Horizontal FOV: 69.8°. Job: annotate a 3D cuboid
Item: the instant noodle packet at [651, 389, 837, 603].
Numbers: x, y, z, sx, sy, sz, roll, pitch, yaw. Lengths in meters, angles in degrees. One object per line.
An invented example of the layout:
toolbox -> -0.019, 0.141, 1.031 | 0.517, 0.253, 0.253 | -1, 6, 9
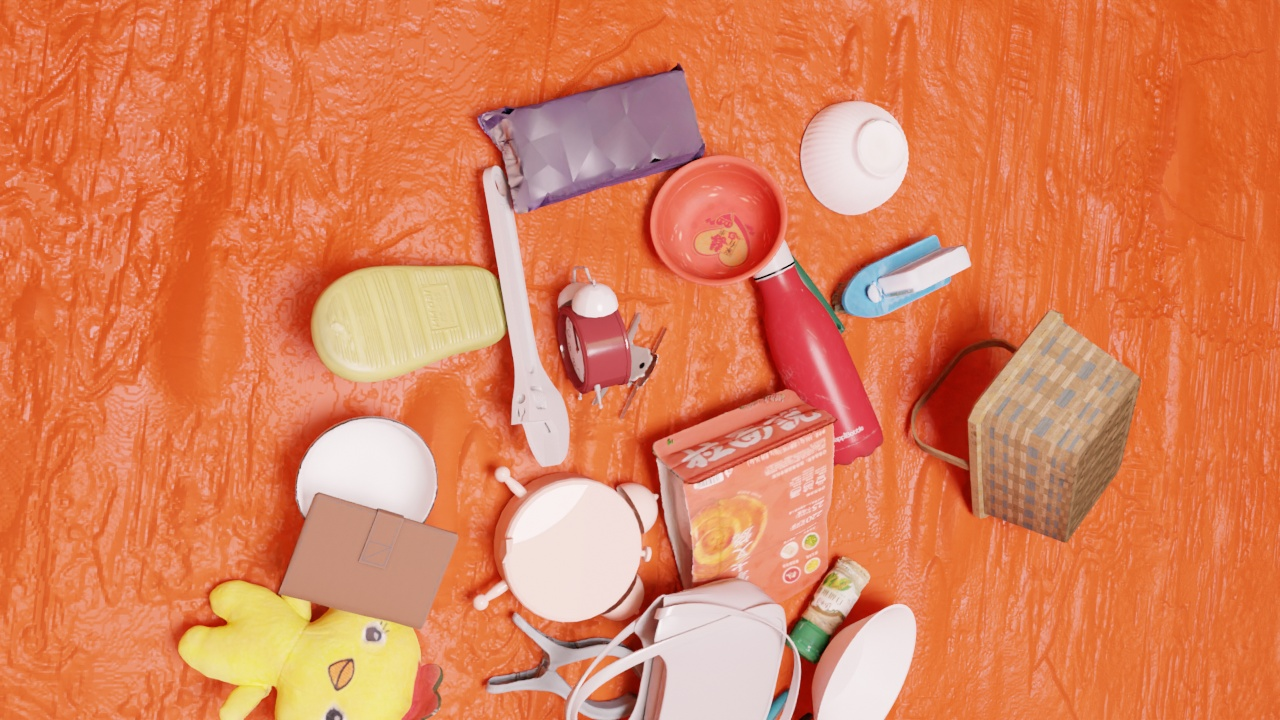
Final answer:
instant noodle packet -> 0.114, 0.162, 0.898 | 0.164, 0.084, 0.221 | -21, 118, -19

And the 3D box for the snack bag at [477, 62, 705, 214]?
snack bag -> -0.037, -0.207, 0.847 | 0.205, 0.058, 0.096 | -21, 99, -20

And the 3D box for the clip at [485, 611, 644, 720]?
clip -> -0.066, 0.309, 0.866 | 0.163, 0.028, 0.106 | 26, 82, -19

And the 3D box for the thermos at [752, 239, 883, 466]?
thermos -> 0.168, -0.012, 0.922 | 0.073, 0.073, 0.240 | -27, 98, -18

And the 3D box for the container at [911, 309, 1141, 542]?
container -> 0.393, 0.063, 0.964 | 0.157, 0.186, 0.250 | -47, 144, -13

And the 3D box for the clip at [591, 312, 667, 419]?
clip -> -0.007, 0.005, 0.874 | 0.057, 0.054, 0.102 | 23, 81, 17

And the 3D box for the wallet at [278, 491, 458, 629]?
wallet -> -0.219, 0.164, 0.745 | 0.121, 0.013, 0.087 | 22, 88, -21

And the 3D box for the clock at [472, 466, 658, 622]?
clock -> -0.061, 0.172, 0.839 | 0.160, 0.086, 0.131 | 11, 88, -27

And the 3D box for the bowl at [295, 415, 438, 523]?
bowl -> -0.232, 0.101, 0.778 | 0.113, 0.063, 0.113 | -1, 93, -21

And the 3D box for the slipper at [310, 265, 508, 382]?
slipper -> -0.200, -0.034, 0.783 | 0.190, 0.082, 0.091 | -17, 91, -46

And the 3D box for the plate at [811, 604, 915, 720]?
plate -> 0.221, 0.324, 0.948 | 0.173, 0.036, 0.174 | -20, 120, -39

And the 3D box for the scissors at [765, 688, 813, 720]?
scissors -> 0.118, 0.399, 0.944 | 0.131, 0.019, 0.150 | 3, 92, -19

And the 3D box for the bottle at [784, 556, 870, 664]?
bottle -> 0.196, 0.259, 0.956 | 0.043, 0.043, 0.111 | 41, 77, -17

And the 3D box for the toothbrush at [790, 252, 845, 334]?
toothbrush -> 0.153, -0.100, 0.945 | 0.016, 0.017, 0.190 | -45, 107, -21

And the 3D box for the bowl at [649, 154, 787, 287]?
bowl -> 0.077, -0.128, 0.880 | 0.131, 0.045, 0.130 | -3, 77, 11

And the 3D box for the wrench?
wrench -> -0.105, -0.040, 0.830 | 0.018, 0.086, 0.273 | -11, 86, 17

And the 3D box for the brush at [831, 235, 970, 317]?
brush -> 0.268, -0.083, 0.956 | 0.135, 0.075, 0.055 | -25, 99, -19

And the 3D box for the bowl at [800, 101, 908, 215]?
bowl -> 0.231, -0.213, 0.946 | 0.118, 0.062, 0.118 | -1, 92, -21

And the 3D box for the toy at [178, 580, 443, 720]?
toy -> -0.268, 0.251, 0.757 | 0.207, 0.092, 0.133 | 29, 58, -11

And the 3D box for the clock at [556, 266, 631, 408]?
clock -> -0.045, -0.024, 0.834 | 0.044, 0.087, 0.124 | -14, 100, -19

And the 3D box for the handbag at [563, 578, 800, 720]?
handbag -> 0.030, 0.310, 0.840 | 0.222, 0.096, 0.216 | -3, 110, -34
